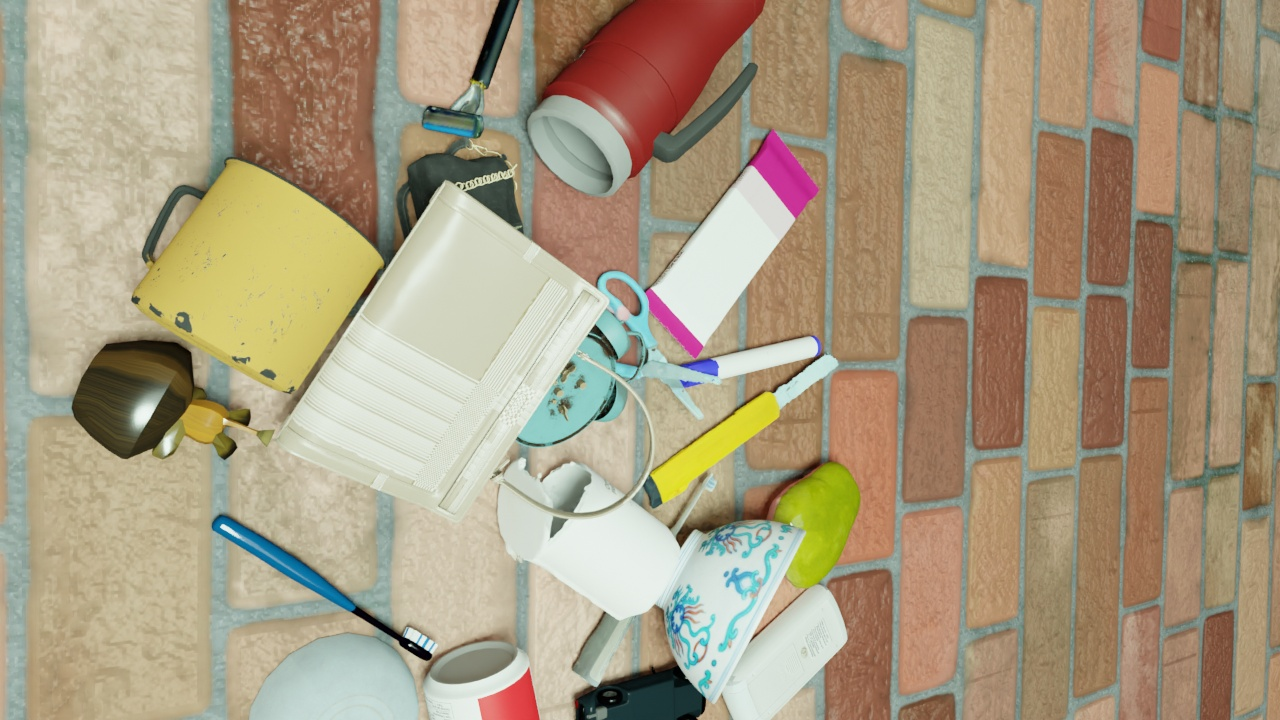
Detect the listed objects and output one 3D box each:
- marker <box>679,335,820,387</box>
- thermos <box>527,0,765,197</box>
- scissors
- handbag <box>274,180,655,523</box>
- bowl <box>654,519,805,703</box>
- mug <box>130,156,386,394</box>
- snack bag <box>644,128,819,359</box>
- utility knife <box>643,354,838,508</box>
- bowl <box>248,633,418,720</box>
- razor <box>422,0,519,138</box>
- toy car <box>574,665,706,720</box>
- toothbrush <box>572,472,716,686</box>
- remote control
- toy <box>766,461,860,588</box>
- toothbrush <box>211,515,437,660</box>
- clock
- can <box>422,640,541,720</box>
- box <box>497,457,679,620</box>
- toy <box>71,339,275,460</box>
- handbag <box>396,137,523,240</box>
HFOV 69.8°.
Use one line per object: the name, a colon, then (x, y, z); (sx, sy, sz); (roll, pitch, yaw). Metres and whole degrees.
marker: (0.092, 0.000, 0.756); (0.141, 0.020, 0.020); (-12, 99, -33)
thermos: (0.018, -0.205, 0.651); (0.108, 0.084, 0.198); (33, 68, 8)
scissors: (-0.003, 0.007, 0.685); (0.111, 0.015, 0.141); (-43, 100, -18)
handbag: (-0.079, 0.022, 0.551); (0.198, 0.062, 0.176); (34, 94, -10)
bowl: (0.058, 0.174, 0.695); (0.074, 0.144, 0.143); (28, 72, 13)
mug: (-0.220, -0.048, 0.508); (0.124, 0.101, 0.094); (28, 76, 7)
snack bag: (0.076, -0.096, 0.743); (0.070, 0.016, 0.196); (45, 68, -22)
utility knife: (0.089, 0.052, 0.757); (0.223, 0.019, 0.030); (-31, 114, -24)
bowl: (-0.184, 0.228, 0.570); (0.106, 0.039, 0.106); (-2, 93, -34)
razor: (-0.101, -0.212, 0.620); (0.022, 0.043, 0.144); (63, 44, -70)
toy car: (0.001, 0.263, 0.698); (0.112, 0.034, 0.046); (-3, 93, -33)
toothbrush: (0.006, 0.162, 0.705); (0.024, 0.022, 0.185); (32, 71, 7)
remote control: (0.124, 0.253, 0.785); (0.138, 0.025, 0.060); (-33, 109, -31)
toy: (0.151, 0.136, 0.782); (0.109, 0.051, 0.090); (-40, 115, -28)
toothbrush: (-0.194, 0.144, 0.575); (0.167, 0.014, 0.014); (43, 58, -25)
clock: (-0.051, 0.008, 0.625); (0.124, 0.053, 0.090); (-16, 130, -32)
can: (-0.098, 0.261, 0.611); (0.070, 0.070, 0.132); (-15, 100, -32)
box: (-0.045, 0.121, 0.637); (0.143, 0.080, 0.089); (44, 84, -26)
toy: (-0.253, 0.027, 0.504); (0.100, 0.063, 0.076); (25, 41, -17)
handbag: (-0.109, -0.082, 0.607); (0.078, 0.054, 0.128); (-18, 99, -43)
